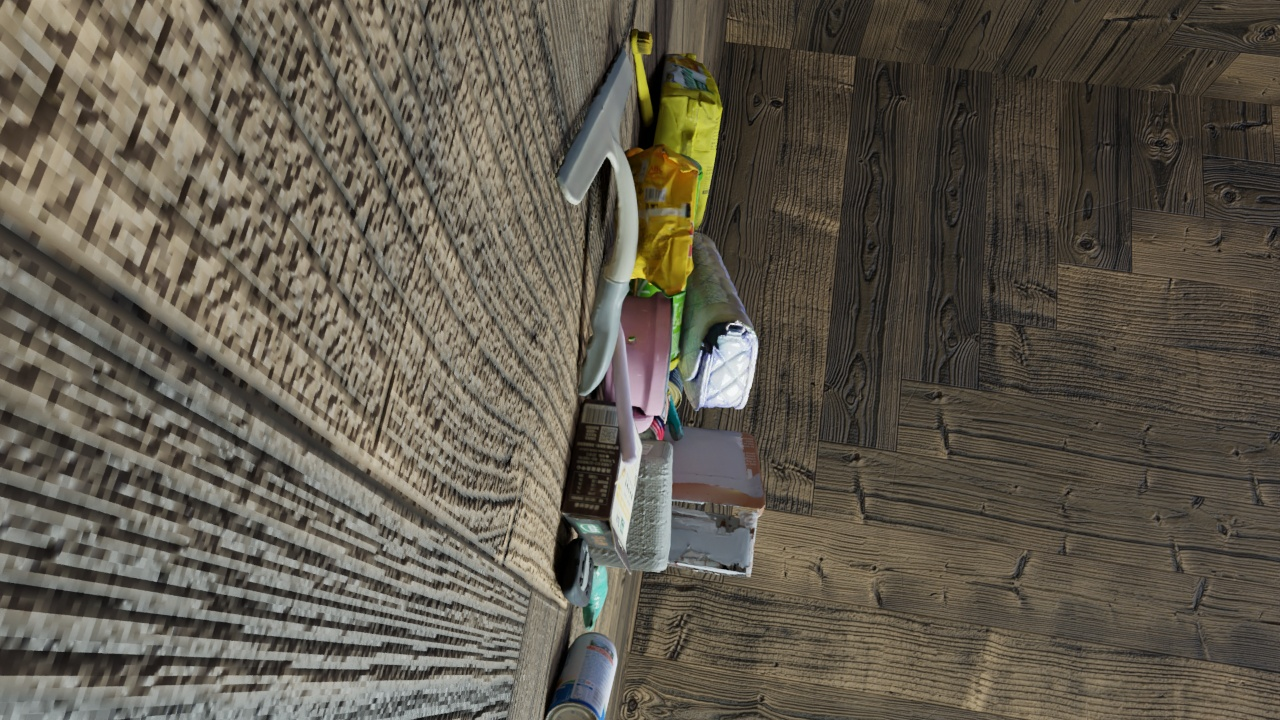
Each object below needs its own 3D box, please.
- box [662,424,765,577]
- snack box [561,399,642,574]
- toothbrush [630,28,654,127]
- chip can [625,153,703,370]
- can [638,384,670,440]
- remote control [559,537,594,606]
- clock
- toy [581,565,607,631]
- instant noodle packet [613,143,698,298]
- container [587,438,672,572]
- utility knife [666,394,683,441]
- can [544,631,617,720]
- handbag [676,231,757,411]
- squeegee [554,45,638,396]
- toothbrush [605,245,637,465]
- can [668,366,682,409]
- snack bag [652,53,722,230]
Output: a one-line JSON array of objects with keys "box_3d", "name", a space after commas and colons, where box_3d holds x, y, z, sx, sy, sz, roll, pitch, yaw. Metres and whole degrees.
[{"box_3d": [0.046, 0.155, 1.090, 0.153, 0.182, 0.178, 119, -19, -74], "name": "box"}, {"box_3d": [-0.029, 0.113, 0.808, 0.113, 0.053, 0.125, 75, 24, -65], "name": "snack box"}, {"box_3d": [0.005, -0.257, 0.851, 0.190, 0.016, 0.015, 66, 32, -82], "name": "toothbrush"}, {"box_3d": [0.017, -0.100, 0.939, 0.072, 0.072, 0.222, -73, 170, -66], "name": "chip can"}, {"box_3d": [-0.004, 0.060, 1.004, 0.093, 0.066, 0.067, -75, 172, -55], "name": "can"}, {"box_3d": [-0.057, 0.189, 0.814, 0.136, 0.024, 0.053, 85, 11, -69], "name": "remote control"}, {"box_3d": [-0.005, 0.005, 0.876, 0.117, 0.060, 0.159, -88, -177, -46], "name": "clock"}, {"box_3d": [-0.049, 0.230, 0.995, 0.092, 0.030, 0.096, 97, -2, -46], "name": "toy"}, {"box_3d": [0.011, -0.110, 0.711, 0.128, 0.044, 0.111, -143, -127, -72], "name": "instant noodle packet"}, {"box_3d": [-0.011, 0.141, 0.932, 0.090, 0.090, 0.114, -61, 156, -79], "name": "container"}, {"box_3d": [0.015, 0.007, 1.042, 0.029, 0.013, 0.208, 20, -47, 56], "name": "utility knife"}, {"box_3d": [-0.056, 0.321, 0.900, 0.134, 0.053, 0.053, -65, 163, -76], "name": "can"}, {"box_3d": [0.070, -0.042, 1.031, 0.193, 0.075, 0.134, -108, -159, -51], "name": "handbag"}, {"box_3d": [-0.023, -0.070, 0.675, 0.245, 0.039, 0.247, -77, 174, -55], "name": "squeegee"}, {"box_3d": [-0.015, -0.005, 0.775, 0.029, 0.021, 0.189, 60, 25, -74], "name": "toothbrush"}, {"box_3d": [0.024, 0.009, 1.240, 0.075, 0.075, 0.110, 94, 5, -45], "name": "can"}, {"box_3d": [0.048, -0.247, 1.040, 0.246, 0.068, 0.158, -85, -177, -61], "name": "snack bag"}]
